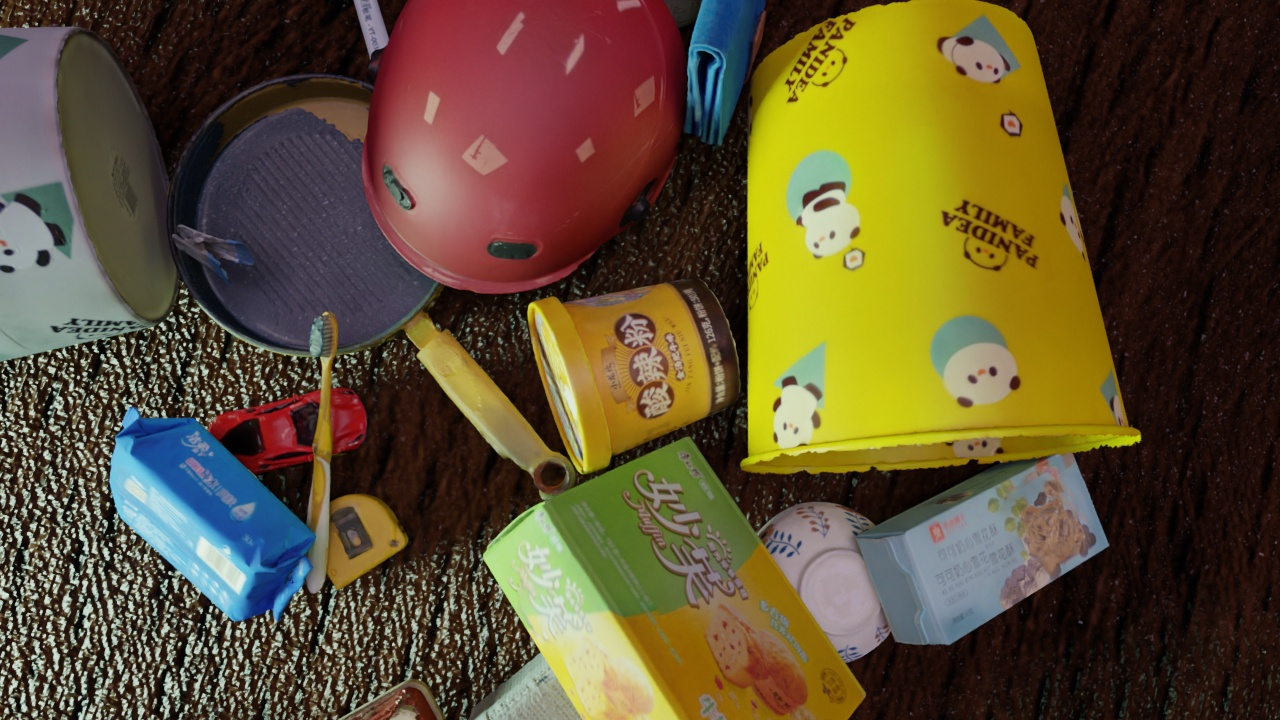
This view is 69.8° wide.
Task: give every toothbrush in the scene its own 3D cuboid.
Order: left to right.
[{"bbox_3d":[-0.211,0.063,0.599,0.016,0.018,0.191,9,100,18],"label":"toothbrush"}]

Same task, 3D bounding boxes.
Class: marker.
[{"bbox_3d":[-0.203,-0.262,0.672,0.022,0.018,0.130,-17,85,4],"label":"marker"}]

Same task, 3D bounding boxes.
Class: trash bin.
[{"bbox_3d":[-0.439,-0.091,0.547,0.251,0.230,0.229,-10,85,-9],"label":"trash bin"},{"bbox_3d":[0.169,-0.063,0.583,0.229,0.230,0.255,-2,79,-4],"label":"trash bin"}]

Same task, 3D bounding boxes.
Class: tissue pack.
[{"bbox_3d":[-0.280,0.099,0.598,0.157,0.095,0.052,42,44,0],"label":"tissue pack"}]

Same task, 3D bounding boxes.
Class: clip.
[{"bbox_3d":[-0.283,-0.072,0.599,0.058,0.027,0.045,22,61,17],"label":"clip"}]

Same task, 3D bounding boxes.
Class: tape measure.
[{"bbox_3d":[-0.197,0.121,0.631,0.060,0.029,0.057,-33,87,-6],"label":"tape measure"}]

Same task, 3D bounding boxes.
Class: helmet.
[{"bbox_3d":[-0.070,-0.172,0.584,0.207,0.144,0.239,28,66,-4],"label":"helmet"}]

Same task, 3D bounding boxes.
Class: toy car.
[{"bbox_3d":[-0.243,0.049,0.635,0.106,0.031,0.049,-13,87,-7],"label":"toy car"}]

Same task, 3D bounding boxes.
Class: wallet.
[{"bbox_3d":[0.057,-0.213,0.564,0.040,0.106,0.133,15,74,7],"label":"wallet"}]

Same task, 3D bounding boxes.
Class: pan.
[{"bbox_3d":[-0.169,-0.042,0.623,0.197,0.078,0.357,-42,88,-6],"label":"pan"}]

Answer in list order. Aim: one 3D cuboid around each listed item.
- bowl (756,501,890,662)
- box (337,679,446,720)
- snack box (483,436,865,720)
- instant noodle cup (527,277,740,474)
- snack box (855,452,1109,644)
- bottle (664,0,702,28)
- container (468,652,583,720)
[{"bbox_3d":[0.131,0.155,0.632,0.113,0.062,0.113,0,83,-4],"label":"bowl"},{"bbox_3d":[-0.199,0.285,0.578,0.168,0.080,0.091,-29,90,-10],"label":"box"},{"bbox_3d":[0.025,0.164,0.560,0.070,0.157,0.210,-42,76,34],"label":"snack box"},{"bbox_3d":[-0.004,0.004,0.615,0.114,0.119,0.118,-16,86,-13],"label":"instant noodle cup"},{"bbox_3d":[0.232,0.121,0.616,0.174,0.052,0.074,-18,87,-29],"label":"snack box"},{"bbox_3d":[0.025,-0.288,0.601,0.068,0.190,0.068,0,82,-4],"label":"bottle"},{"bbox_3d":[-0.041,0.231,0.603,0.114,0.090,0.090,-41,89,-10],"label":"container"}]
